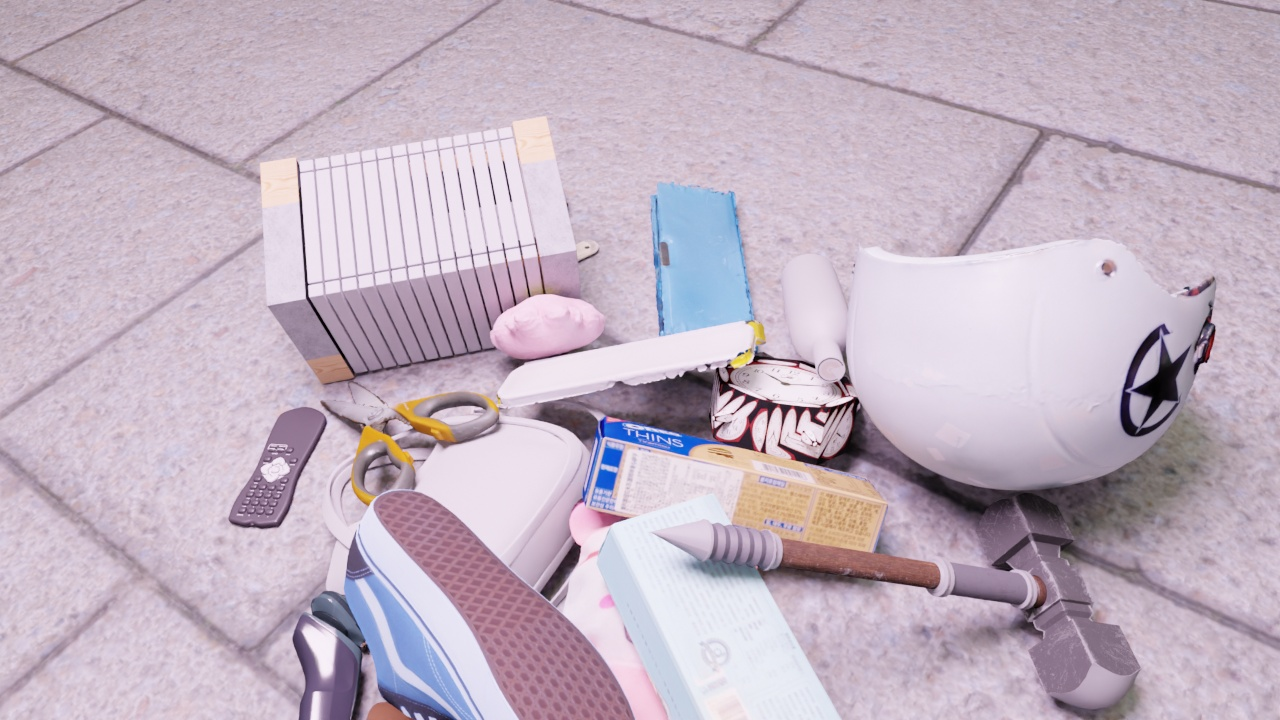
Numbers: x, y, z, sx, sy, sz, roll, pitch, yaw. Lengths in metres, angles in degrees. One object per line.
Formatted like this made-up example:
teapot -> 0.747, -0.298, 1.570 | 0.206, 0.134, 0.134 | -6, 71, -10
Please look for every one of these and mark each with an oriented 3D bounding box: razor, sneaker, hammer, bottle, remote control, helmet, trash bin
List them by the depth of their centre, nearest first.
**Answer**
sneaker -> -0.095, 0.185, 0.535 | 0.241, 0.098, 0.083 | 40, 24, 31
hammer -> 0.155, 0.130, 0.571 | 0.322, 0.043, 0.155 | 13, 42, -21
razor -> -0.213, 0.226, 0.615 | 0.052, 0.047, 0.142 | 11, 46, -19
helmet -> 0.272, 0.013, 0.665 | 0.237, 0.263, 0.163 | 8, 87, 46
bottle -> 0.150, -0.034, 0.772 | 0.052, 0.052, 0.194 | 0, 25, 5
remote control -> -0.304, 0.087, 0.776 | 0.046, 0.009, 0.124 | 2, 47, 8
trash bin -> -0.188, -0.096, 0.820 | 0.247, 0.143, 0.142 | -11, 64, -6

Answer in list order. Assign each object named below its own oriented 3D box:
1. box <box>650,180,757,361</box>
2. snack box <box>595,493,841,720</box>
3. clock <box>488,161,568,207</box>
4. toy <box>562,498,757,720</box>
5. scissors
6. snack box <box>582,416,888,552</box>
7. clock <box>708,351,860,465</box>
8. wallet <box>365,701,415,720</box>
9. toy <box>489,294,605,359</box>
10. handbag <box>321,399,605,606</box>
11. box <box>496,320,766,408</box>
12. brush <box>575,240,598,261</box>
box -> 0.057, -0.092, 0.886 | 0.093, 0.049, 0.231 | -3, 46, 2
snack box -> 0.044, 0.167, 0.535 | 0.074, 0.053, 0.174 | -14, 57, -25
clock -> -0.139, -0.180, 0.983 | 0.104, 0.056, 0.147 | -27, 54, -8
toy -> -0.005, 0.190, 0.599 | 0.142, 0.084, 0.212 | 8, 49, 11
scissors -> -0.198, 0.045, 0.754 | 0.161, 0.016, 0.225 | -33, 32, -13
snack box -> 0.064, 0.093, 0.651 | 0.206, 0.056, 0.057 | 14, 13, -5
clock -> 0.118, 0.039, 0.745 | 0.115, 0.065, 0.154 | 14, 20, 19
wallet -> -0.141, 0.248, 0.564 | 0.121, 0.013, 0.087 | -19, 38, 33
toy -> -0.082, -0.029, 0.776 | 0.102, 0.093, 0.050 | -11, 79, 1
handbag -> -0.149, 0.107, 0.715 | 0.223, 0.096, 0.215 | 11, 46, 32
box -> -0.005, 0.001, 0.746 | 0.210, 0.039, 0.129 | -10, 10, 16
brush -> -0.136, -0.075, 0.914 | 0.217, 0.012, 0.033 | -27, 49, -20
